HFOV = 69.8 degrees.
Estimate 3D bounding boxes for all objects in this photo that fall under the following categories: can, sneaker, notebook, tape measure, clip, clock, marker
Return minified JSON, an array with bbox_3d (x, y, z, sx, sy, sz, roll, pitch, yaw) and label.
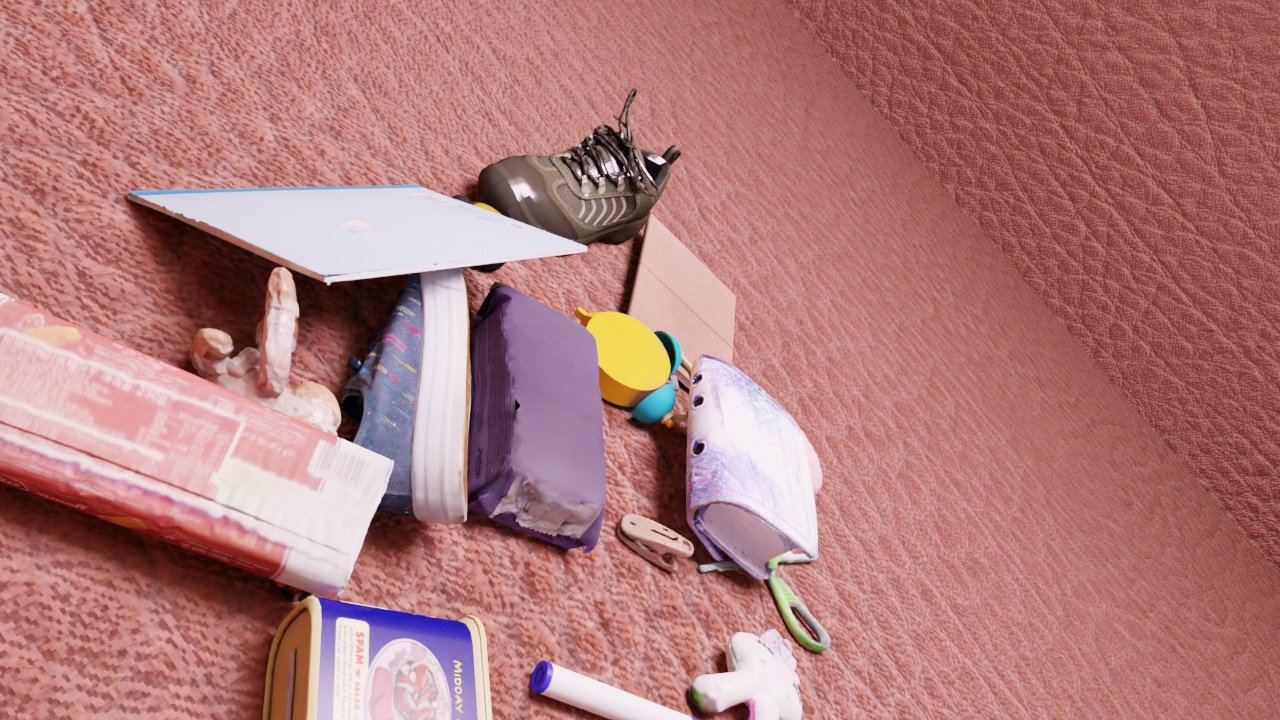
[{"bbox_3d":[-0.125,0.174,0.437,0.092,0.057,0.116,22,39,-35],"label":"can"},{"bbox_3d":[-0.151,0.010,0.597,0.079,0.088,0.235,-1,43,-9],"label":"sneaker"},{"bbox_3d":[0.046,-0.052,0.946,0.141,0.008,0.208,41,32,-22],"label":"notebook"},{"bbox_3d":[-0.133,-0.107,0.777,0.061,0.034,0.061,13,45,-47],"label":"tape measure"},{"bbox_3d":[0.013,0.135,0.687,0.026,0.052,0.059,-63,135,-58],"label":"clip"},{"bbox_3d":[-0.005,0.005,0.801,0.129,0.044,0.098,28,41,-16],"label":"clock"},{"bbox_3d":[-0.006,0.220,0.574,0.141,0.020,0.020,30,34,-26],"label":"marker"},{"bbox_3d":[-0.179,-0.094,0.633,0.181,0.009,0.252,22,21,26],"label":"notebook"},{"bbox_3d":[-0.035,-0.178,0.877,0.101,0.143,0.237,56,31,13],"label":"sneaker"}]

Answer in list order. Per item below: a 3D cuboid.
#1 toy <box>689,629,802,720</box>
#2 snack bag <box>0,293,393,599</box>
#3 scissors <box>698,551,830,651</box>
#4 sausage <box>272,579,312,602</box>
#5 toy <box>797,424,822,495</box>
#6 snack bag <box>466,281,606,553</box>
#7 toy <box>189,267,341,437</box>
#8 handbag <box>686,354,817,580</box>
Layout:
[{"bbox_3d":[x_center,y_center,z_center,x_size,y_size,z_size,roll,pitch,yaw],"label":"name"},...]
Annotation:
[{"bbox_3d":[0.086,0.232,0.660,0.079,0.038,0.122,44,27,8],"label":"toy"},{"bbox_3d":[-0.235,0.040,0.435,0.225,0.041,0.077,27,56,-20],"label":"snack bag"},{"bbox_3d":[0.107,0.172,0.786,0.171,0.023,0.171,54,36,8],"label":"scissors"},{"bbox_3d":[-0.215,0.065,0.484,0.155,0.020,0.020,52,30,7],"label":"sausage"},{"bbox_3d":[0.142,0.085,0.894,0.108,0.053,0.105,58,20,17],"label":"toy"},{"bbox_3d":[-0.072,0.033,0.665,0.096,0.059,0.205,26,39,-31],"label":"snack bag"},{"bbox_3d":[-0.200,0.014,0.509,0.074,0.085,0.106,-25,83,-37],"label":"toy"},{"bbox_3d":[0.081,0.088,0.762,0.126,0.069,0.158,40,34,-31],"label":"handbag"}]
